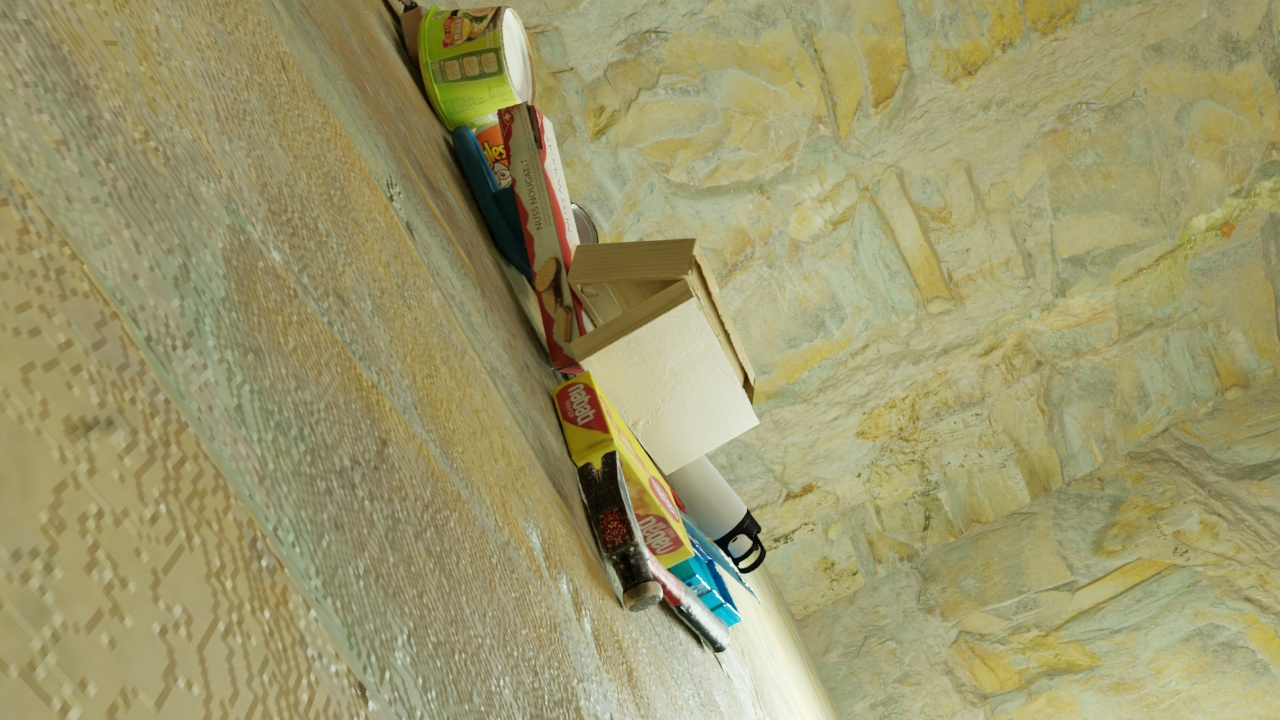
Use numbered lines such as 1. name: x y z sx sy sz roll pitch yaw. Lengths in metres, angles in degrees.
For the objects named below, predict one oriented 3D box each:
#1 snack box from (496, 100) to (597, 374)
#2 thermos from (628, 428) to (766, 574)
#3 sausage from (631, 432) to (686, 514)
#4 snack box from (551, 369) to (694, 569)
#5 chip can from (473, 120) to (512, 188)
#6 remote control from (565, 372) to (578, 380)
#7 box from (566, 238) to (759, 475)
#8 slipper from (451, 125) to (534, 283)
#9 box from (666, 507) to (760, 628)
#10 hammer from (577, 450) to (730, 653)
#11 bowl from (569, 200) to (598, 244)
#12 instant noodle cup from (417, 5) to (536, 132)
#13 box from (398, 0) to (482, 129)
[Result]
1. snack box: -0.088 -0.123 0.933 0.076 0.044 0.272 17 59 -74
2. thermos: 0.060 0.147 1.099 0.230 0.068 0.101 50 4 -6
3. sausage: 0.012 0.138 1.022 0.156 0.040 0.040 60 4 -38
4. snack box: -0.014 0.107 0.850 0.201 0.042 0.092 59 6 -42
5. chip can: -0.147 -0.204 1.185 0.210 0.062 0.062 62 3 -5
6. remote control: -0.057 0.026 1.027 0.050 0.022 0.133 63 3 15
7. box: 0.031 -0.002 0.928 0.249 0.141 0.148 56 29 -52
8. slipper: -0.143 -0.168 1.009 0.213 0.059 0.104 61 1 12
9. box: 0.075 0.227 1.029 0.091 0.066 0.243 64 4 31
10. hammer: 0.026 0.196 0.817 0.140 0.036 0.326 66 5 36
11. bowl: -0.093 -0.149 1.109 0.150 0.057 0.150 36 40 -38
12. instant noodle cup: -0.184 -0.341 1.061 0.146 0.098 0.146 -7 89 -78
13. box: -0.257 -0.382 1.181 0.157 0.063 0.216 52 -1 24
